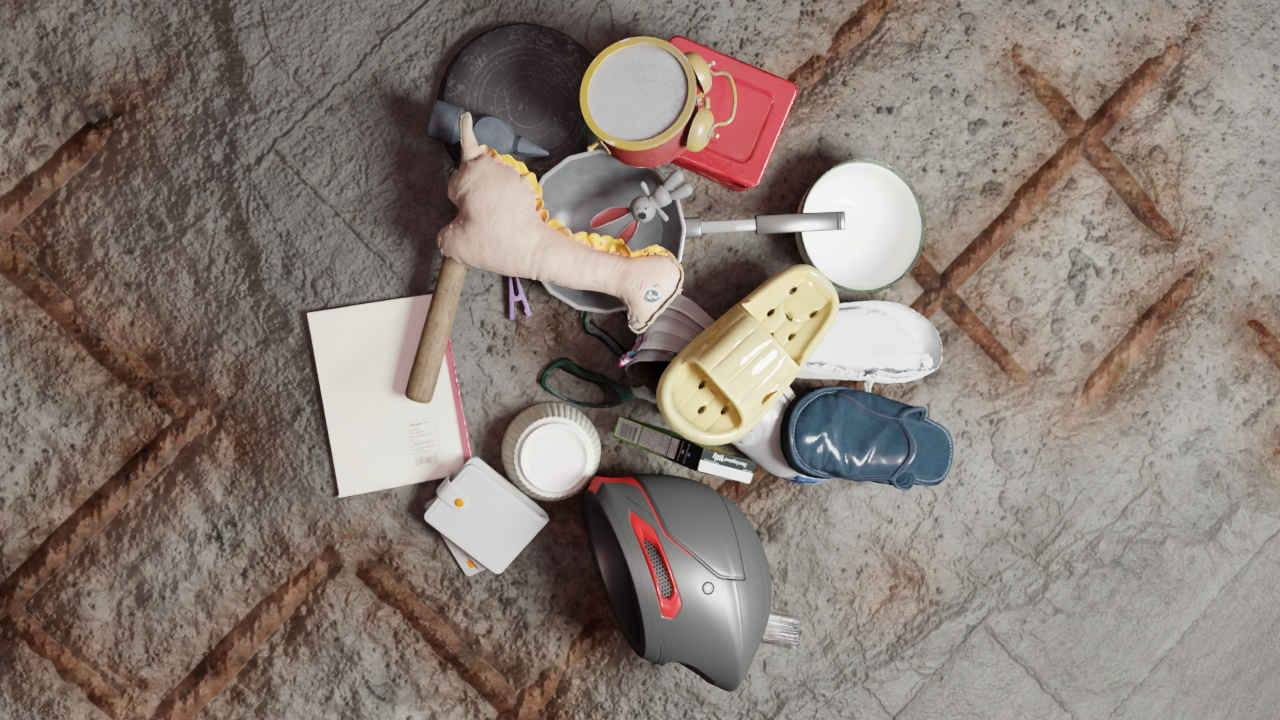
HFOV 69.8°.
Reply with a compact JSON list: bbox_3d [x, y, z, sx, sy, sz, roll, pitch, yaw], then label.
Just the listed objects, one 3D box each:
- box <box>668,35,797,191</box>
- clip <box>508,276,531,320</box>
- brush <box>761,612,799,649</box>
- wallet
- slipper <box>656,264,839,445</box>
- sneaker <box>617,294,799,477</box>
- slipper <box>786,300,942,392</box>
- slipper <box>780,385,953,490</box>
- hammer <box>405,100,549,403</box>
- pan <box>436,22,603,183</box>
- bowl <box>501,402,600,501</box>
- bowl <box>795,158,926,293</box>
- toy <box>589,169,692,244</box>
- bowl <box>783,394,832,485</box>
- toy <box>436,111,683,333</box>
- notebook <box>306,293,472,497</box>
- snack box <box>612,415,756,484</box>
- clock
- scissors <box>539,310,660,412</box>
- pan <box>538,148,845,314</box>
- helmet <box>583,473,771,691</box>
[{"bbox_3d":[0.081,-0.275,1.031,0.157,0.112,0.134,20,93,-9],"label":"box"},{"bbox_3d":[-0.145,-0.068,1.046,0.042,0.014,0.052,-35,100,-5],"label":"clip"},{"bbox_3d":[0.123,0.315,1.101,0.151,0.012,0.039,13,89,-9],"label":"brush"},{"bbox_3d":[-0.185,0.183,1.031,0.118,0.037,0.115,40,100,-9],"label":"wallet"},{"bbox_3d":[0.131,-0.013,0.965,0.260,0.079,0.111,-43,96,-25],"label":"slipper"},{"bbox_3d":[0.084,0.048,1.020,0.263,0.097,0.128,45,42,-7],"label":"sneaker"},{"bbox_3d":[0.245,-0.014,1.080,0.246,0.075,0.112,0,91,-17],"label":"slipper"},{"bbox_3d":[0.282,0.092,1.046,0.265,0.084,0.109,13,81,-29],"label":"slipper"},{"bbox_3d":[-0.200,-0.108,1.001,0.129,0.040,0.322,16,95,-11],"label":"hammer"},{"bbox_3d":[-0.079,-0.223,1.042,0.207,0.040,0.357,-40,96,-6],"label":"pan"},{"bbox_3d":[-0.098,0.106,1.033,0.115,0.062,0.115,0,92,-9],"label":"bowl"},{"bbox_3d":[0.249,-0.154,1.079,0.153,0.073,0.153,0,92,-9],"label":"bowl"},{"bbox_3d":[0.003,-0.161,0.976,0.112,0.030,0.049,-32,104,14],"label":"toy"},{"bbox_3d":[0.208,0.096,1.093,0.114,0.045,0.114,0,92,-9],"label":"bowl"},{"bbox_3d":[-0.078,-0.138,0.950,0.264,0.065,0.196,11,110,2],"label":"toy"},{"bbox_3d":[-0.278,0.038,1.028,0.153,0.012,0.209,-9,93,-10],"label":"notebook"},{"bbox_3d":[0.046,0.097,1.003,0.080,0.148,0.025,19,89,-39],"label":"snack box"},{"bbox_3d":[0.020,-0.261,0.946,0.159,0.081,0.117,-4,81,10],"label":"clock"},{"bbox_3d":[-0.001,0.004,1.072,0.209,0.015,0.142,18,87,-9],"label":"scissors"},{"bbox_3d":[0.049,-0.147,1.019,0.357,0.041,0.179,-3,100,-2],"label":"pan"},{"bbox_3d":[0.055,0.234,1.011,0.169,0.164,0.264,-16,84,-19],"label":"helmet"}]
